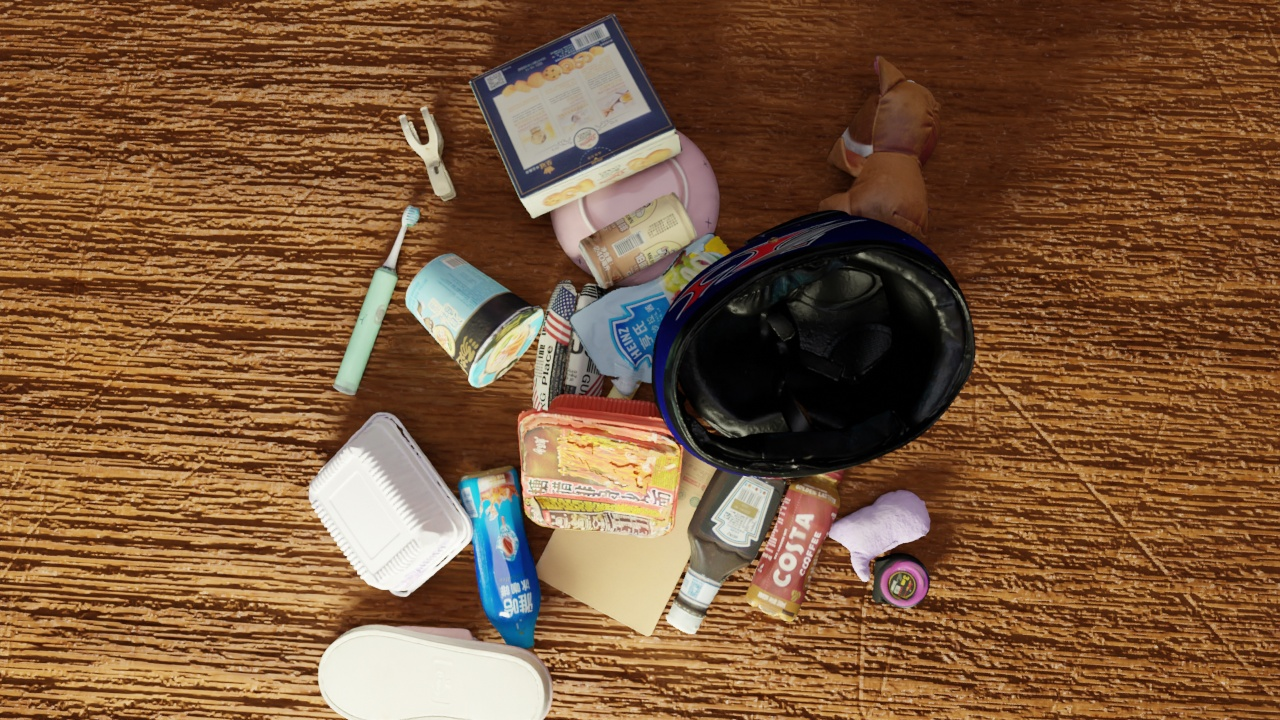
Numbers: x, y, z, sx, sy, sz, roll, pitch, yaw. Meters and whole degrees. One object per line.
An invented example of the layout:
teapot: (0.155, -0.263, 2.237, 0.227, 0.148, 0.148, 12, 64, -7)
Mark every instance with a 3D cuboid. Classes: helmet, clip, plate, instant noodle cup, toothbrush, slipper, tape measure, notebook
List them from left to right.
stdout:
toothbrush: (-0.295, -0.069, 1.031, 0.027, 0.026, 0.224, 17, 86, 25)
instant noodle cup: (-0.275, 0.158, 0.971, 0.138, 0.060, 0.173, -42, 81, 21)
clip: (-0.236, -0.234, 1.046, 0.034, 0.081, 0.104, -23, 105, -1)
slipper: (-0.217, 0.337, 0.974, 0.275, 0.054, 0.114, -3, 87, 18)
instant noodle cup: (-0.186, -0.050, 0.992, 0.120, 0.111, 0.111, 39, 88, 12)
instant noodle cup: (-0.039, 0.101, 0.945, 0.164, 0.189, 0.078, 6, 45, 2)
notebook: (-0.008, 0.177, 1.011, 0.148, 0.008, 0.207, 26, 87, 4)
plate: (-0.007, -0.179, 1.020, 0.192, 0.039, 0.192, 0, 86, 2)
helmet: (0.150, -0.012, 0.896, 0.315, 0.240, 0.247, -15, 98, -10)
tape measure: (0.278, 0.234, 0.980, 0.058, 0.039, 0.057, 3, 86, 7)

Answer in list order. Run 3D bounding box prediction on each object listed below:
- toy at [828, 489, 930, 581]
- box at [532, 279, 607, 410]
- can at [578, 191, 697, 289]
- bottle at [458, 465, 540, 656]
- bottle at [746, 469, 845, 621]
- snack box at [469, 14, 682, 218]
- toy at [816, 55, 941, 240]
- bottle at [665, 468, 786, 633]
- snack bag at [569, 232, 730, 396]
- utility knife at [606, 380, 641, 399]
toy: (0.258, 0.179, 0.978, 0.108, 0.039, 0.083, -26, 50, -5)
box: (-0.086, -0.007, 1.005, 0.087, 0.076, 0.163, 9, 89, 23)
can: (-0.003, -0.126, 0.967, 0.116, 0.058, 0.058, -29, 85, 0)
bottle: (-0.144, 0.225, 0.984, 0.065, 0.065, 0.218, -13, 86, 1)
bottle: (0.169, 0.185, 0.978, 0.057, 0.057, 0.175, 22, 87, 4)
snack box: (-0.073, -0.268, 1.000, 0.178, 0.046, 0.182, -24, 66, 0)
toy: (0.261, -0.214, 0.983, 0.131, 0.140, 0.199, 11, 83, 45)
bottle: (0.085, 0.198, 0.986, 0.080, 0.044, 0.195, 26, 89, -9)
snack bag: (0.027, -0.048, 0.987, 0.190, 0.039, 0.110, -34, 113, -13)
utility knife: (-0.006, 0.006, 1.016, 0.031, 0.021, 0.198, 29, 80, 5)
